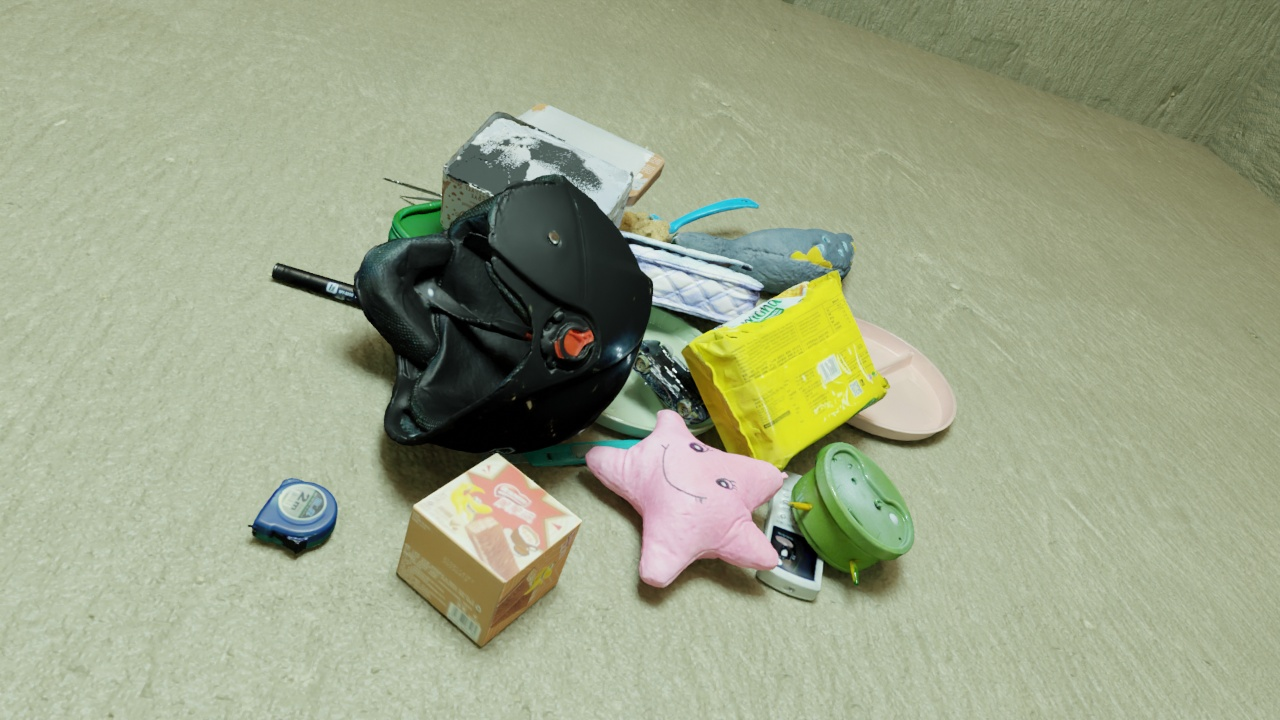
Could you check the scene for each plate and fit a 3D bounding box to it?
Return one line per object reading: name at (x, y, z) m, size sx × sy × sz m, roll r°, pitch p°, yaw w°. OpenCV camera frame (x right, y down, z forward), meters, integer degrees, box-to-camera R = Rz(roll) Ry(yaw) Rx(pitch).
plate at (0.276, 0.018, 1.125) m, size 0.229 × 0.028 × 0.229 m, roll 15°, pitch 34°, yaw -11°
plate at (-0.006, 0.006, 0.989) m, size 0.230 × 0.028 × 0.229 m, roll 14°, pitch 34°, yaw -10°

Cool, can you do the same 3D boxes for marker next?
marker at (-0.309, -0.072, 0.938) m, size 0.132 × 0.020 × 0.022 m, roll 17°, pitch 18°, yaw -5°

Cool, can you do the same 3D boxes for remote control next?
remote control at (0.147, 0.161, 0.867) m, size 0.058 × 0.021 × 0.149 m, roll 22°, pitch 34°, yaw 1°

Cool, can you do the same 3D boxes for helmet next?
helmet at (-0.111, -0.031, 0.809) m, size 0.230 × 0.234 × 0.274 m, roll 32°, pitch 63°, yaw -34°

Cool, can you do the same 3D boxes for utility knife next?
utility knife at (-0.059, 0.087, 0.861) m, size 0.192 × 0.013 × 0.029 m, roll -1°, pitch 40°, yaw -30°

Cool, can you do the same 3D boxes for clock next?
clock at (0.204, 0.137, 0.874) m, size 0.116 × 0.056 × 0.160 m, roll 51°, pitch 33°, yaw 6°

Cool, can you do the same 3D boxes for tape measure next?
tape measure at (-0.260, 0.119, 0.699) m, size 0.054 × 0.025 × 0.058 m, roll 22°, pitch 38°, yaw -3°

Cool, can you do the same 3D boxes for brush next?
brush at (0.059, -0.192, 1.247) m, size 0.254 × 0.046 × 0.083 m, roll -19°, pitch 41°, yaw -29°

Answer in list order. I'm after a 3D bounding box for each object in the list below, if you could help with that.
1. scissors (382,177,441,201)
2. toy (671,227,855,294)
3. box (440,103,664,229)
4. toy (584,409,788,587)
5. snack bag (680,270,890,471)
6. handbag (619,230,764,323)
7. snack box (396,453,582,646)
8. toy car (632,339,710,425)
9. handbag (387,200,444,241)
scissors at (-0.220, -0.189, 1.092) m, size 0.176 × 0.014 × 0.160 m, roll 14°, pitch -5°, yaw -31°
toy at (0.202, -0.142, 1.249) m, size 0.355 × 0.091 × 0.138 m, roll -5°, pitch 31°, yaw -36°
box at (-0.088, -0.215, 1.029) m, size 0.178 × 0.088 × 0.261 m, roll 26°, pitch 49°, yaw 5°
toy at (0.050, 0.113, 0.828) m, size 0.178 × 0.075 × 0.194 m, roll -7°, pitch 44°, yaw -23°
snack bag at (0.161, 0.013, 0.946) m, size 0.245 × 0.068 × 0.158 m, roll -28°, pitch 95°, yaw -39°
handbag at (0.045, -0.100, 1.095) m, size 0.193 × 0.076 × 0.134 m, roll 13°, pitch 12°, yaw -22°
snack box at (-0.115, 0.141, 0.700) m, size 0.093 × 0.077 × 0.094 m, roll 35°, pitch 36°, yaw 19°
toy car at (0.032, 0.022, 0.931) m, size 0.105 × 0.031 × 0.048 m, roll 47°, pitch 39°, yaw 16°
handbag at (-0.207, -0.117, 1.010) m, size 0.120 × 0.068 × 0.131 m, roll 39°, pitch 38°, yaw 24°
